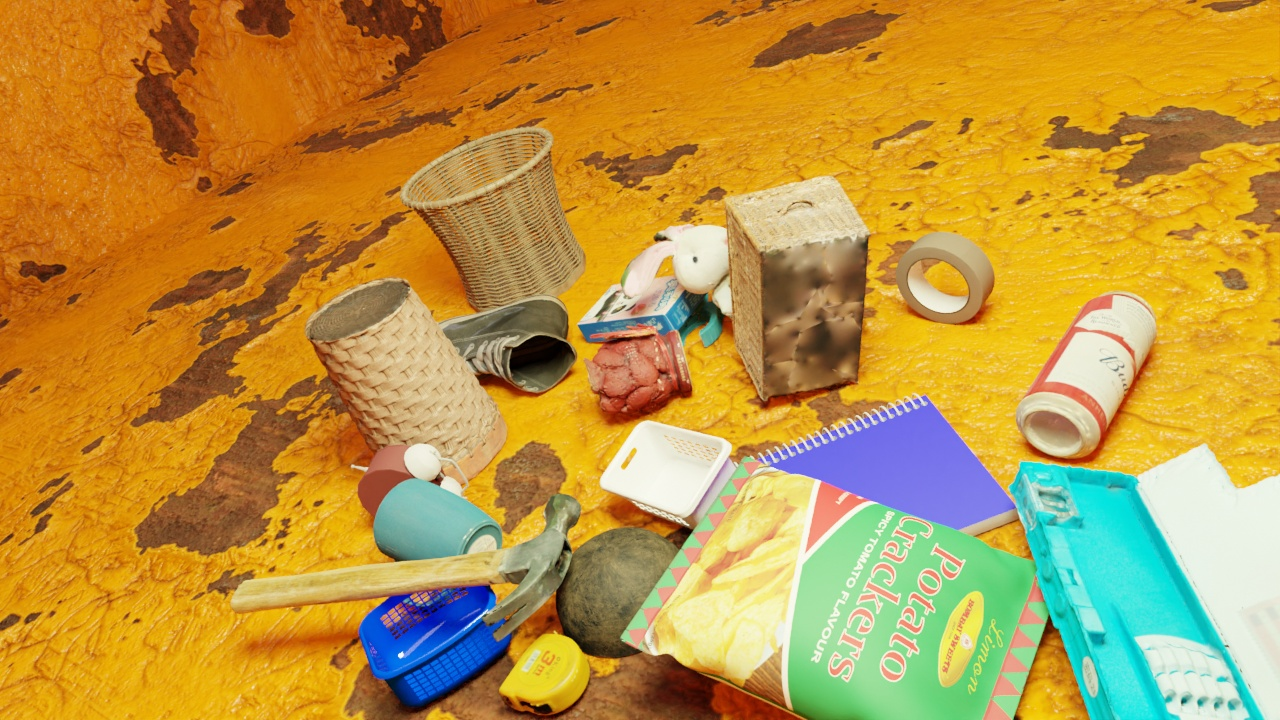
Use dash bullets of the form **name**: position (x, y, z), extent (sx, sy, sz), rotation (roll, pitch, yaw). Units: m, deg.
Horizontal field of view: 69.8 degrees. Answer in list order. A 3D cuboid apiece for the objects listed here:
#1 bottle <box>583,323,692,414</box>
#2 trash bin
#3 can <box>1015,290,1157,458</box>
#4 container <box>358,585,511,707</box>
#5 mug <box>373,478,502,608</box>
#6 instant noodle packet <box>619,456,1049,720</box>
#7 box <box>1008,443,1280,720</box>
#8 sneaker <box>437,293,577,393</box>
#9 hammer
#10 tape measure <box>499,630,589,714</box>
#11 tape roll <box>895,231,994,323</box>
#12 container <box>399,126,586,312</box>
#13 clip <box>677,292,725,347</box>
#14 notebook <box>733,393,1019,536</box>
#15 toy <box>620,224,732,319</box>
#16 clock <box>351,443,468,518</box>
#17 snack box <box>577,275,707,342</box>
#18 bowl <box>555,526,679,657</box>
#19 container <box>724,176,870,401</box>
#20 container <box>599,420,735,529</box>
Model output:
- **bottle**: position (-0.006, 0.006, 1.000), extent (0.111, 0.099, 0.098), rotation (-15, 32, 2)
- **trash bin**: position (-0.255, 0.025, 1.013), extent (0.151, 0.210, 0.151), rotation (-15, 33, 10)
- **can**: position (0.384, 0.009, 0.784), extent (0.067, 0.067, 0.169), rotation (12, 45, 42)
- **container**: position (-0.173, 0.235, 0.789), extent (0.114, 0.058, 0.096), rotation (-31, 33, -15)
- **mug**: position (-0.195, 0.181, 0.877), extent (0.104, 0.084, 0.112), rotation (15, 75, 31)
- **instant noodle packet**: position (0.143, 0.174, 0.653), extent (0.253, 0.090, 0.195), rotation (18, 48, 28)
- **box**: position (0.356, 0.146, 0.597), extent (0.181, 0.074, 0.226), rotation (-13, 33, 14)
- **sneaker**: position (-0.192, 0.002, 1.126), extent (0.234, 0.095, 0.119), rotation (-16, 29, -5)
- **hammer**: position (-0.216, 0.191, 0.796), extent (0.331, 0.033, 0.132), rotation (-11, 34, 18)
- **tape measure**: position (-0.070, 0.250, 0.731), extent (0.059, 0.030, 0.068), rotation (4, 42, 36)
- **tape roll**: position (0.312, -0.084, 0.943), extent (0.094, 0.094, 0.030), rotation (12, 45, 42)
- **container**: position (-0.200, -0.196, 1.324), extent (0.227, 0.196, 0.226), rotation (-16, 32, 10)
- **clip**: position (0.095, -0.059, 1.103), extent (0.113, 0.028, 0.126), rotation (2, 40, 42)
- **notebook**: position (0.183, 0.114, 0.793), extent (0.209, 0.022, 0.171), rotation (-21, 33, 1)
- **toy**: position (0.090, -0.093, 1.033), extent (0.205, 0.106, 0.130), rotation (33, 58, 8)
- **clock**: position (-0.241, 0.130, 0.964), extent (0.125, 0.087, 0.044), rotation (-15, 31, 18)
- **snack box**: position (0.002, -0.064, 1.135), extent (0.154, 0.033, 0.087), rotation (-4, 37, 44)
- **bowl**: position (-0.020, 0.183, 0.776), extent (0.121, 0.056, 0.121), rotation (-16, 32, 10)
- **container**: position (0.156, -0.069, 0.917), extent (0.114, 0.199, 0.112), rotation (-11, 36, -3)
- **container**: position (0.032, 0.108, 0.840), extent (0.129, 0.049, 0.080), rotation (9, 58, 52)
